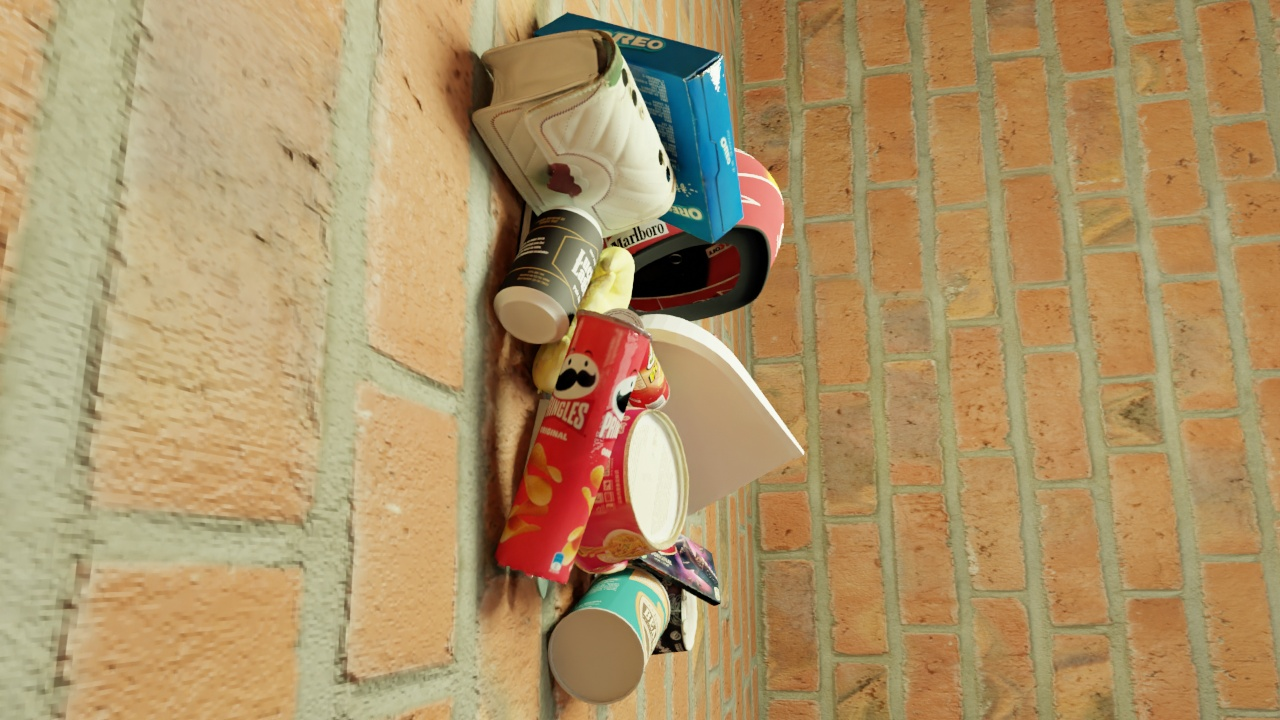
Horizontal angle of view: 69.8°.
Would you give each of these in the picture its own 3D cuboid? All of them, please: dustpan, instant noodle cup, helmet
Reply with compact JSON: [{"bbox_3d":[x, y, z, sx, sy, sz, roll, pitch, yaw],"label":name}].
[{"bbox_3d":[0.046,0.068,1.116,0.258,0.192,0.053,53,21,-11],"label":"dustpan"},{"bbox_3d":[-0.013,0.120,0.910,0.178,0.078,0.178,29,57,-59],"label":"instant noodle cup"},{"bbox_3d":[0.046,-0.176,1.174,0.198,0.271,0.224,85,-12,-50],"label":"helmet"},{"bbox_3d":[0.009,0.301,1.127,0.137,0.112,0.137,-2,89,-79],"label":"instant noodle cup"}]

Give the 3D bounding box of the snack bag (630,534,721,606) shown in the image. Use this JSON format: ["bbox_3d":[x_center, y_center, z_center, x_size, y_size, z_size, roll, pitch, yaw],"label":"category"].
[{"bbox_3d":[0.038,0.230,1.073,0.155,0.018,0.074,35,30,-34],"label":"snack bag"}]

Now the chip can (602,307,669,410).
[{"bbox_3d":[-0.006,0.006,0.968,0.215,0.052,0.051,64,25,-71],"label":"chip can"}]

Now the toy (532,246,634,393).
[{"bbox_3d":[-0.059,-0.036,0.939,0.170,0.064,0.155,-60,177,-13],"label":"toy"}]

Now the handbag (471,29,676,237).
[{"bbox_3d":[-0.056,-0.206,0.867,0.198,0.142,0.096,54,36,-56],"label":"handbag"}]

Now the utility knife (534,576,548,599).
[{"bbox_3d":[-0.077,0.117,0.887,0.031,0.015,0.224,70,26,-55],"label":"utility knife"}]

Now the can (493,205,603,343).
[{"bbox_3d":[-0.084,-0.081,0.856,0.072,0.072,0.128,74,27,-45],"label":"can"}]

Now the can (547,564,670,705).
[{"bbox_3d":[-0.030,0.289,0.982,0.143,0.099,0.099,-23,109,-77],"label":"can"}]

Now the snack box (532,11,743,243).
[{"bbox_3d":[-0.001,-0.252,0.989,0.056,0.239,0.196,-40,139,-24],"label":"snack box"}]

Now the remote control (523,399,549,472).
[{"bbox_3d":[-0.094,0.109,0.908,0.050,0.024,0.143,73,19,-48],"label":"remote control"}]

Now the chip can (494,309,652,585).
[{"bbox_3d":[-0.060,0.076,0.809,0.073,0.073,0.232,45,63,-72],"label":"chip can"}]

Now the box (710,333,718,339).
[{"bbox_3d":[0.037,0.067,1.217,0.147,0.157,0.155,56,31,-65],"label":"box"}]

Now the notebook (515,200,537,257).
[{"bbox_3d":[-0.094,-0.146,1.000,0.149,0.016,0.206,65,25,-58],"label":"notebook"}]
